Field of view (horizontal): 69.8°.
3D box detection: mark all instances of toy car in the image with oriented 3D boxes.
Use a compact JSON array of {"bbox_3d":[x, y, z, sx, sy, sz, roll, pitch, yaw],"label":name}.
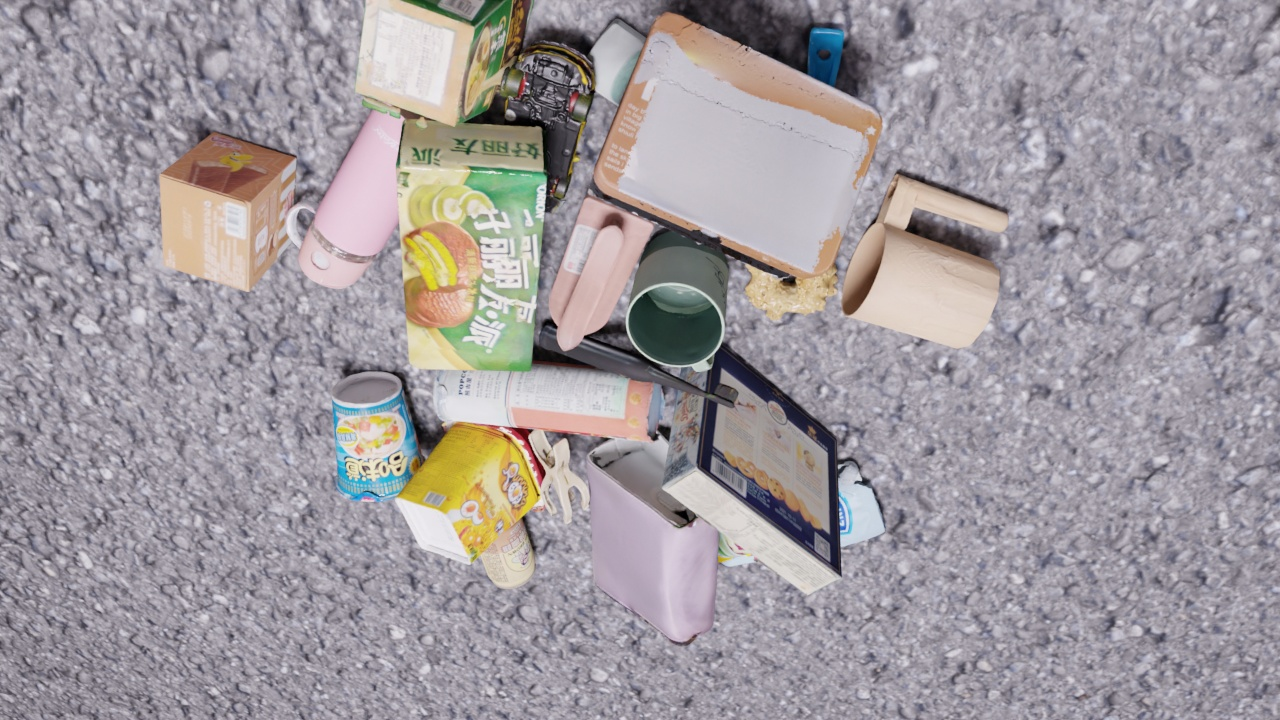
[{"bbox_3d":[-0.082,-0.187,0.753,0.071,0.041,0.156,19,139,-3],"label":"toy car"}]

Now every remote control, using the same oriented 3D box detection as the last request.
[{"bbox_3d":[0.019,-0.213,0.735,0.135,0.019,0.056,32,125,-14],"label":"remote control"}]

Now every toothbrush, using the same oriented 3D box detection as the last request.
[{"bbox_3d":[-0.005,0.005,0.835,0.213,0.027,0.026,19,165,31],"label":"toothbrush"}]

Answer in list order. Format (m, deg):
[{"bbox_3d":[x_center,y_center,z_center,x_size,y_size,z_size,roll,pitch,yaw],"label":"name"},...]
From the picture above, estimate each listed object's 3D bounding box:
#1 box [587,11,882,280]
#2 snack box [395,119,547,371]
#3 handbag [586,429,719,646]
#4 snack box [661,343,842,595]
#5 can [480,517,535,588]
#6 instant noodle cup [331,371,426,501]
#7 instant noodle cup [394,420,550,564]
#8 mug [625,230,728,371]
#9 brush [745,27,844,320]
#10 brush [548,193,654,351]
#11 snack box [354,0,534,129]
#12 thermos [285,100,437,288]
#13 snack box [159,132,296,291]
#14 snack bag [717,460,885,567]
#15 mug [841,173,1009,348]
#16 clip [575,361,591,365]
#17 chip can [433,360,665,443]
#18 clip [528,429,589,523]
[{"bbox_3d":[0.067,-0.146,0.657,0.181,0.157,0.149,23,118,-5],"label":"box"},{"bbox_3d":[-0.143,-0.088,0.784,0.114,0.063,0.241,2,139,-10],"label":"snack box"},{"bbox_3d":[0.020,0.183,0.952,0.098,0.145,0.197,-25,133,-27],"label":"handbag"},{"bbox_3d":[0.109,0.094,0.846,0.178,0.182,0.046,38,124,-19],"label":"snack box"},{"bbox_3d":[-0.158,0.200,1.042,0.058,0.058,0.116,-3,125,11],"label":"can"},{"bbox_3d":[-0.275,0.074,0.951,0.099,0.099,0.110,3,118,6],"label":"instant noodle cup"},{"bbox_3d":[-0.172,0.132,0.935,0.116,0.123,0.116,9,132,33],"label":"instant noodle cup"},{"bbox_3d":[0.040,-0.048,0.799,0.082,0.106,0.112,-16,122,18],"label":"mug"},{"bbox_3d":[0.136,-0.144,0.761,0.083,0.045,0.255,8,123,8],"label":"brush"},{"bbox_3d":[-0.042,-0.076,0.813,0.063,0.072,0.146,21,128,-8],"label":"brush"},{"bbox_3d":[-0.153,-0.243,0.686,0.118,0.105,0.118,17,126,-5],"label":"snack box"},{"bbox_3d":[-0.241,-0.151,0.795,0.087,0.067,0.199,42,124,-4],"label":"thermos"},{"bbox_3d":[-0.360,-0.131,0.806,0.077,0.094,0.093,17,127,-4],"label":"snack box"},{"bbox_3d":[0.158,0.167,0.984,0.191,0.038,0.110,-15,111,18],"label":"snack bag"},{"bbox_3d":[0.241,-0.081,0.771,0.103,0.084,0.125,17,100,-6],"label":"mug"},{"bbox_3d":[-0.044,0.021,0.921,0.024,0.027,0.056,-33,106,20],"label":"clip"},{"bbox_3d":[-0.087,0.034,0.887,0.215,0.071,0.071,5,127,13],"label":"chip can"},{"bbox_3d":[-0.074,0.117,0.914,0.076,0.034,0.104,30,138,35],"label":"clip"}]
